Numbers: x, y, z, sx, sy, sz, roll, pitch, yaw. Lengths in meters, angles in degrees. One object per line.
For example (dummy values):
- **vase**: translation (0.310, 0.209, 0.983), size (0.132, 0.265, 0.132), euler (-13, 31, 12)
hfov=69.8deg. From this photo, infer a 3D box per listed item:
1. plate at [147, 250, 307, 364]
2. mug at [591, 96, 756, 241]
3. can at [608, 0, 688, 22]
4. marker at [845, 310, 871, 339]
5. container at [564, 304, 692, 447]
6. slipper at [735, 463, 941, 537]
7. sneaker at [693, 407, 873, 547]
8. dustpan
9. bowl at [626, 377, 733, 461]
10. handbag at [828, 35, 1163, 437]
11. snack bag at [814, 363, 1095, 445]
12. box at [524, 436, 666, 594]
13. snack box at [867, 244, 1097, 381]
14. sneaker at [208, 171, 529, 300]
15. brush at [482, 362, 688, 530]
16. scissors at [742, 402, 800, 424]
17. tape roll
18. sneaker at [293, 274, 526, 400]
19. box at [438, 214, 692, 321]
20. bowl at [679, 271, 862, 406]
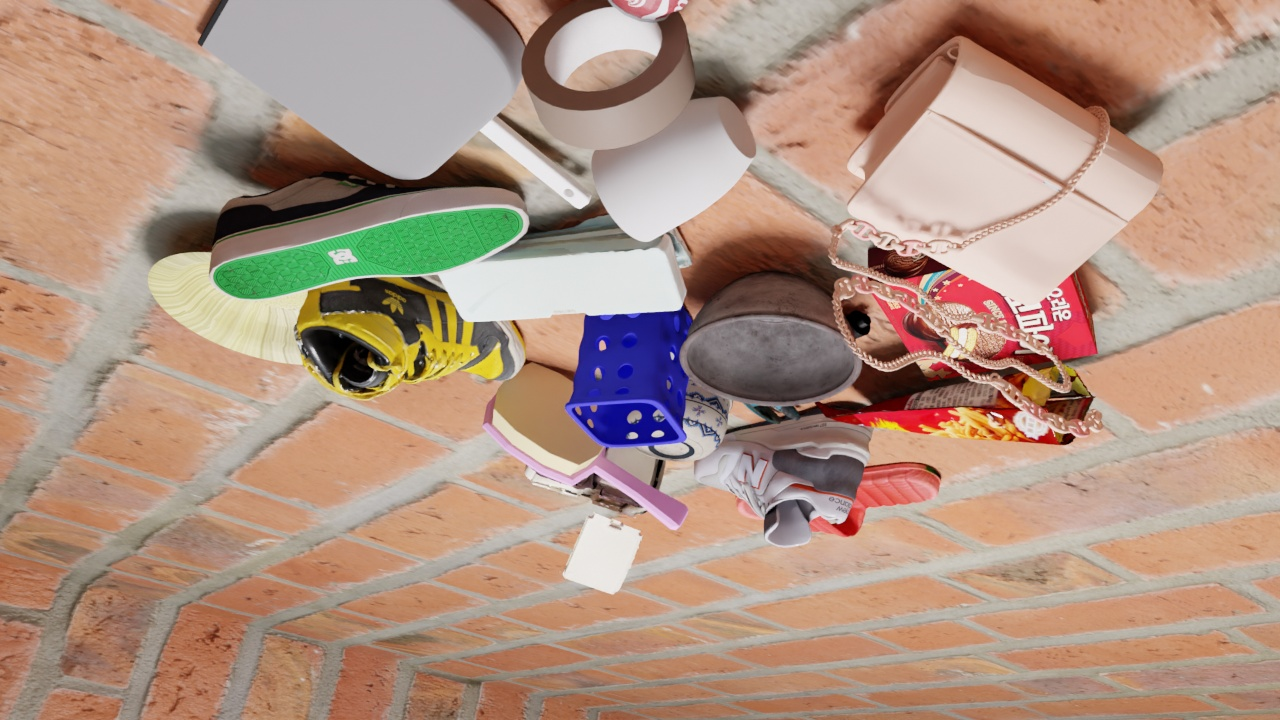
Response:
- **plate**: translation (-0.344, -0.058, 0.838), size (0.184, 0.036, 0.185), euler (6, 151, 3)
- **mug**: translation (0.035, -0.128, 0.605), size (0.090, 0.071, 0.107), euler (-25, 166, 31)
- **can**: translation (0.016, -0.217, 0.451), size (0.054, 0.054, 0.097), euler (17, 150, -16)
- **marker**: translation (0.155, -0.011, 0.811), size (0.025, 0.025, 0.126), euler (22, 148, -24)
- **container**: translation (-0.005, 0.005, 0.786), size (0.085, 0.113, 0.084), euler (-5, 148, 22)
- **slipper**: translation (0.231, 0.174, 1.086), size (0.249, 0.059, 0.103), euler (-13, 145, 30)
- **sneaker**: translation (0.140, 0.136, 0.972), size (0.088, 0.124, 0.240), euler (27, 146, -30)
- **dustpan**: translation (-0.135, -0.172, 0.597), size (0.257, 0.033, 0.164), euler (36, 141, -26)
- **bowl**: translation (0.035, 0.064, 0.937), size (0.115, 0.059, 0.116), euler (6, 151, 3)
- **handbag**: translation (0.222, -0.069, 0.524), size (0.198, 0.186, 0.117), euler (24, 136, -15)
- **snack bag**: translation (0.274, 0.038, 0.811), size (0.208, 0.066, 0.138), euler (-3, 178, 44)
- **box**: translation (-0.061, 0.143, 0.975), size (0.143, 0.181, 0.081), euler (21, 150, -9)
- **snack box**: translation (0.267, -0.045, 0.712), size (0.133, 0.035, 0.152), euler (-12, 145, 31)
- **sneaker**: translation (-0.204, -0.110, 0.692), size (0.235, 0.079, 0.084), euler (-10, 154, -3)
- **brush**: translation (-0.048, 0.090, 0.913), size (0.228, 0.089, 0.043), euler (33, 143, 3)
- **scissors**: translation (0.101, 0.031, 0.905), size (0.130, 0.019, 0.135), euler (8, 149, 0)
- **tape roll**: translation (-0.018, -0.163, 0.514), size (0.094, 0.093, 0.030), euler (0, 150, 14)
- **sneaker**: translation (-0.194, -0.011, 0.799), size (0.086, 0.121, 0.238), euler (-13, 144, 35)
- **box**: translation (-0.063, -0.071, 0.731), size (0.199, 0.072, 0.086), euler (-3, 168, 21)
- **bowl**: translation (0.107, -0.024, 0.755), size (0.145, 0.067, 0.145), euler (6, 151, 3)
